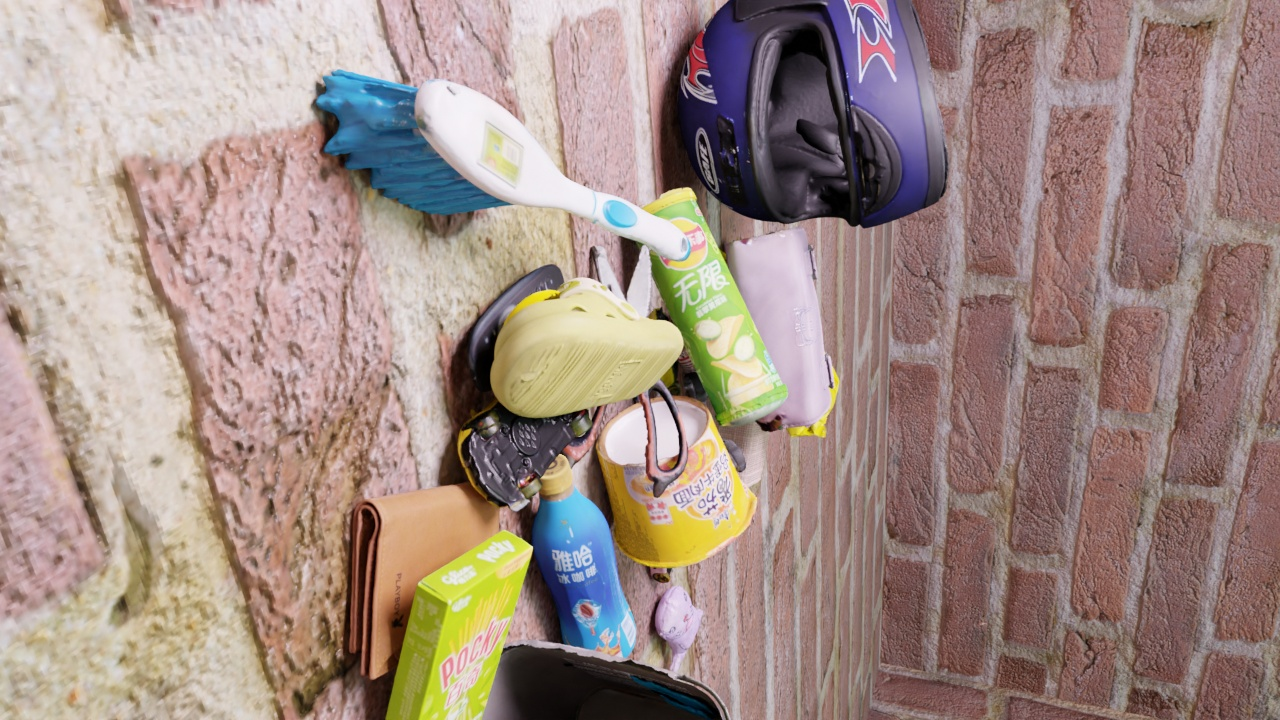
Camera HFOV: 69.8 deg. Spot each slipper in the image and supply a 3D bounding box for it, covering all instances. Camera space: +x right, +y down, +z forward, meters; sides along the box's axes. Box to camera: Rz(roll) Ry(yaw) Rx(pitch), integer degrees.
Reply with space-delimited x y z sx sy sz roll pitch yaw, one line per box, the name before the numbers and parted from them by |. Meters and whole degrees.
slipper | -0.045 -0.013 0.663 0.092 0.081 0.190 -50 155 22

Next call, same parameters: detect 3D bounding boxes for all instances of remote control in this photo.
remote control | -0.093 -0.027 0.666 0.136 0.024 0.053 -54 144 -50

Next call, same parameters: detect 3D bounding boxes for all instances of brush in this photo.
brush | -0.065 -0.110 0.602 0.314 0.110 0.060 21 72 -67

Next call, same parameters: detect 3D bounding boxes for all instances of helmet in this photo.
helmet | 0.158 -0.250 0.924 0.314 0.241 0.247 -87 161 -50

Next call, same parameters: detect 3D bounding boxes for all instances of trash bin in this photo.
trash bin | -0.020 0.338 0.724 0.220 0.199 0.198 57 44 -66

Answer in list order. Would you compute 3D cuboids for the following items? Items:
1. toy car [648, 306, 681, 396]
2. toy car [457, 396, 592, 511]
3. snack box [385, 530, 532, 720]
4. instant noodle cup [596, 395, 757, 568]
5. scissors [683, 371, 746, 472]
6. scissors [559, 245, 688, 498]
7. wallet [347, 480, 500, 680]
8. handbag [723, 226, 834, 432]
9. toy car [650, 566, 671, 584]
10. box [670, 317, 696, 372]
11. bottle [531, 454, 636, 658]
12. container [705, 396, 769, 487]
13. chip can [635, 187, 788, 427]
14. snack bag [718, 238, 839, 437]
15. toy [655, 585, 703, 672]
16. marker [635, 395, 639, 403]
toy car | 0.020 -0.005 0.929 0.048 0.032 0.105 -93 174 -52
toy car | -0.086 0.049 0.664 0.071 0.041 0.155 57 31 -14
snack box | -0.119 0.190 0.579 0.085 0.026 0.157 -24 136 -60
instant noodle cup | 0.027 0.106 0.859 0.137 0.138 0.110 -57 137 -49
scissors | 0.067 0.071 0.963 0.014 0.181 0.159 -27 118 -12
scissors | -0.015 0.010 0.785 0.221 0.189 0.015 -48 180 -18
wallet | -0.136 0.135 0.592 0.131 0.031 0.108 3 90 -66
handbag | 0.142 -0.035 0.953 0.144 0.098 0.197 -36 118 -77
toy car | 0.024 0.195 0.992 0.123 0.037 0.056 89 22 -49
box | 0.068 -0.033 0.968 0.163 0.075 0.081 36 35 -79
bottle | -0.052 0.167 0.758 0.065 0.065 0.219 -60 147 -46
container | 0.105 0.091 1.100 0.089 0.090 0.111 -3 100 -68
chip can | 0.062 -0.046 0.851 0.221 0.073 0.072 65 23 5
snack bag | 0.162 -0.033 1.102 0.246 0.068 0.157 59 19 -2
toy | 0.041 0.301 1.051 0.083 0.039 0.108 -63 151 -31
marker | 0.006 0.072 0.942 0.016 0.017 0.146 -49 138 -56
